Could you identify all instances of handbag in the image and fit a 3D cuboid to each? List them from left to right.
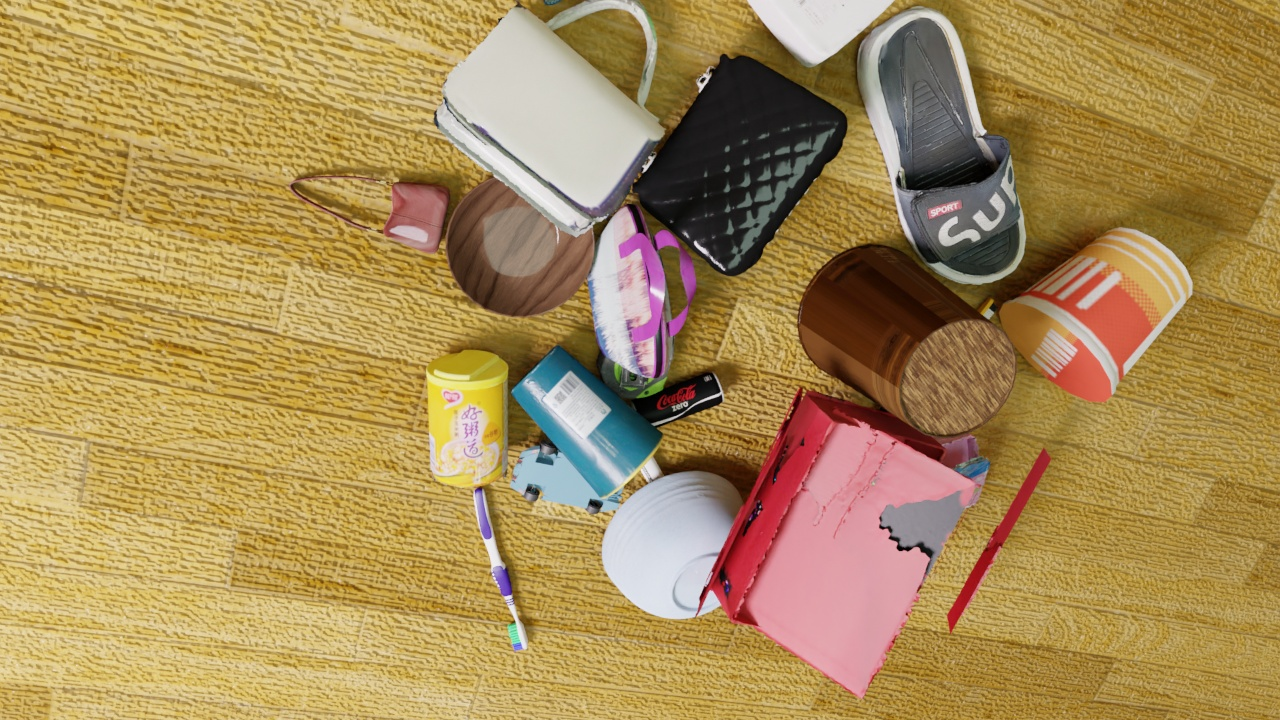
[{"bbox_3d":[-0.213,-0.123,0.719,0.119,0.029,0.055,13,106,-12],"label":"handbag"},{"bbox_3d":[-0.050,-0.202,0.697,0.151,0.074,0.175,37,75,-12],"label":"handbag"},{"bbox_3d":[0.006,-0.054,0.708,0.068,0.170,0.144,-9,89,-11],"label":"handbag"},{"bbox_3d":[0.077,-0.161,0.751,0.125,0.114,0.154,36,104,1],"label":"handbag"}]

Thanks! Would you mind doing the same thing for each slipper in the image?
[{"bbox_3d":[0.269,-0.171,0.792,0.111,0.063,0.264,-28,112,-1],"label":"slipper"}]

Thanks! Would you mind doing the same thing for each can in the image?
[{"bbox_3d":[-0.146,0.050,0.778,0.067,0.067,0.105,-2,112,-13],"label":"can"},{"bbox_3d":[0.034,0.038,0.834,0.080,0.031,0.031,-20,114,-5],"label":"can"}]

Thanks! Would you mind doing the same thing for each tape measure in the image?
[{"bbox_3d":[-0.005,0.005,0.810,0.065,0.036,0.059,1,112,-14],"label":"tape measure"}]

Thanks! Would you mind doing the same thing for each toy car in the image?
[{"bbox_3d":[-0.066,0.103,0.839,0.107,0.027,0.060,14,107,-21],"label":"toy car"}]

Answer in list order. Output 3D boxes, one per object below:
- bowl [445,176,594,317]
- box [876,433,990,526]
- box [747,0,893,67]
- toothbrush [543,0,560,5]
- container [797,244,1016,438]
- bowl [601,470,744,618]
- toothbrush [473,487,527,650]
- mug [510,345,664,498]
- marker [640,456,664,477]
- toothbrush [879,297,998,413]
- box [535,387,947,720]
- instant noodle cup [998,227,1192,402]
[{"bbox_3d":[-0.099,-0.096,0.749,0.119,0.032,0.119,-4,112,-11],"label":"bowl"},{"bbox_3d":[0.232,0.141,0.905,0.230,0.063,0.085,-16,113,-7],"label":"box"},{"bbox_3d":[0.139,-0.298,0.724,0.108,0.102,0.102,-43,97,0],"label":"box"},{"bbox_3d":[-0.018,-0.310,0.692,0.135,0.017,0.021,-35,113,2],"label":"toothbrush"},{"bbox_3d":[0.228,-0.014,0.785,0.132,0.167,0.132,-5,112,-12],"label":"container"},{"bbox_3d":[0.046,0.186,0.859,0.150,0.074,0.151,-10,121,-17],"label":"bowl"},{"bbox_3d":[-0.134,0.201,0.870,0.016,0.015,0.187,-13,113,-3],"label":"toothbrush"},{"bbox_3d":[-0.049,0.049,0.786,0.078,0.078,0.121,-44,96,6],"label":"mug"},{"bbox_3d":[0.001,0.090,0.857,0.020,0.017,0.133,-12,120,32],"label":"marker"},{"bbox_3d":[0.275,0.018,0.887,0.031,0.031,0.197,38,95,-10],"label":"toothbrush"},{"bbox_3d":[0.081,0.142,0.687,0.424,0.128,0.213,-1,119,-54],"label":"box"},{"bbox_3d":[0.426,-0.048,0.851,0.121,0.123,0.123,-42,114,-3],"label":"instant noodle cup"}]
